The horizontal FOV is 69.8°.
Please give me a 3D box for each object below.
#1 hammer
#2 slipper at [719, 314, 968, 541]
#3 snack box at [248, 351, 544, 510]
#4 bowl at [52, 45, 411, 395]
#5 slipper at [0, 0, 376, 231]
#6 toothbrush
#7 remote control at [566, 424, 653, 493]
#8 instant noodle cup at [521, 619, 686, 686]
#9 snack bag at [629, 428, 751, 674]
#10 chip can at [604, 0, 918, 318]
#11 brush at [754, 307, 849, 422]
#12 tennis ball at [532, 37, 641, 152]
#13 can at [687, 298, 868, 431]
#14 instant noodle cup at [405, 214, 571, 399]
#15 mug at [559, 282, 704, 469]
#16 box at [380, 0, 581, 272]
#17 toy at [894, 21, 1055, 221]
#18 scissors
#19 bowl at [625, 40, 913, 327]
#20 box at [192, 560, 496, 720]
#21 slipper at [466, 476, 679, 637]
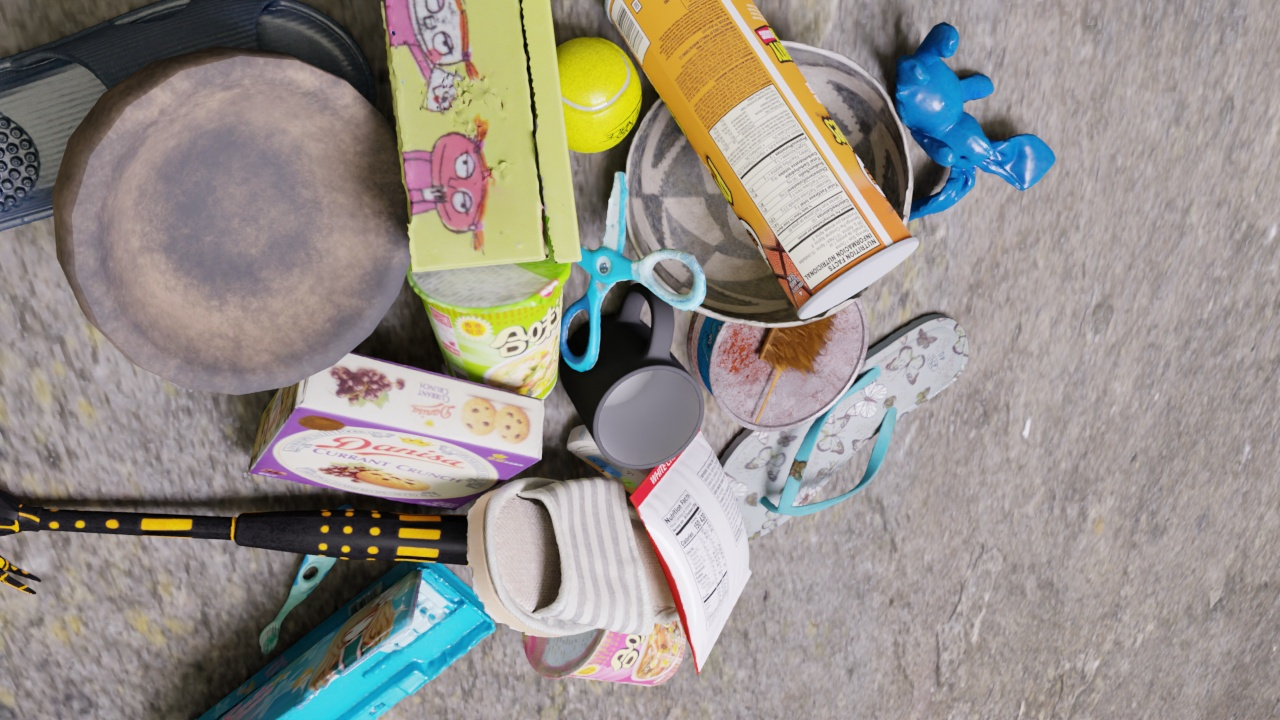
[{"bbox_3d":[-0.266,0.113,0.603,0.320,0.036,0.123,7,124,-18],"label":"hammer"},{"bbox_3d":[0.162,0.059,0.748,0.269,0.054,0.098,-40,119,1],"label":"slipper"},{"bbox_3d":[-0.155,0.048,0.574,0.143,0.040,0.148,16,152,-27],"label":"snack box"},{"bbox_3d":[-0.196,-0.070,0.444,0.161,0.070,0.162,-25,129,-36],"label":"bowl"},{"bbox_3d":[-0.269,-0.121,0.469,0.263,0.082,0.101,-18,119,-11],"label":"slipper"},{"bbox_3d":[-0.242,0.159,0.663,0.022,0.017,0.135,27,104,-30],"label":"toothbrush"},{"bbox_3d":[-0.005,0.086,0.706,0.125,0.038,0.018,41,54,-33],"label":"remote control"},{"bbox_3d":[-0.023,0.216,0.739,0.108,0.097,0.098,32,101,-40],"label":"instant noodle cup"},{"bbox_3d":[0.045,0.133,0.684,0.039,0.130,0.144,-12,106,29],"label":"snack bag"},{"bbox_3d":[0.065,-0.133,0.520,0.075,0.075,0.215,-30,80,-5],"label":"chip can"},{"bbox_3d":[0.112,-0.011,0.656,0.048,0.017,0.126,12,111,-26],"label":"brush"},{"bbox_3d":[-0.032,-0.159,0.549,0.065,0.065,0.065,-9,119,-17],"label":"tennis ball"},{"bbox_3d":[0.104,-0.013,0.691,0.129,0.044,0.130,-9,119,-17],"label":"can"},{"bbox_3d":[-0.090,-0.027,0.576,0.098,0.098,0.108,-14,139,-14],"label":"instant noodle cup"},{"bbox_3d":[-0.004,0.004,0.632,0.078,0.088,0.114,6,114,-24],"label":"mug"},{"bbox_3d":[-0.079,-0.157,0.458,0.083,0.124,0.221,-4,96,-4],"label":"box"},{"bbox_3d":[0.214,-0.162,0.645,0.113,0.071,0.176,-44,133,8],"label":"toy"},{"bbox_3d":[-0.019,-0.049,0.582,0.011,0.134,0.140,-15,131,-53],"label":"scissors"},{"bbox_3d":[0.082,-0.106,0.594,0.178,0.081,0.178,-1,86,11],"label":"bowl"},{"bbox_3d":[-0.234,0.232,0.667,0.227,0.086,0.169,-38,158,0],"label":"box"},{"bbox_3d":[-0.020,0.140,0.648,0.054,0.114,0.272,-26,156,22],"label":"slipper"}]
